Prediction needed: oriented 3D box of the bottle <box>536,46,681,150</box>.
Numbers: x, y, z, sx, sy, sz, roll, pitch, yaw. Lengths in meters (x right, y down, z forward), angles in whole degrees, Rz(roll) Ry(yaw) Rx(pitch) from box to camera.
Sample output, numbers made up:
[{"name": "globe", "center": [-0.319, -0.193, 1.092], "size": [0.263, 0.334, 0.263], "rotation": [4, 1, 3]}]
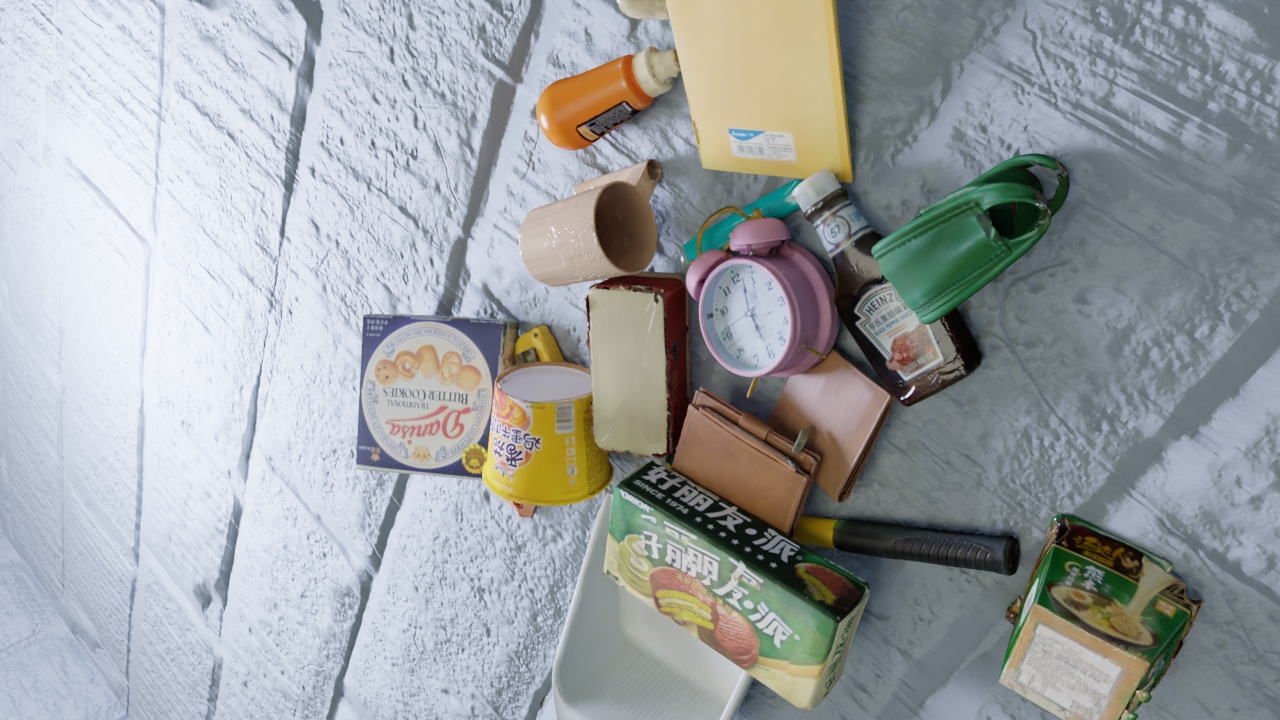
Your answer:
[{"name": "bottle", "center": [-0.024, -0.242, 0.830], "size": [0.150, 0.066, 0.067], "rotation": [-16, 95, 35]}]

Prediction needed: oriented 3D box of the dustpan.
[{"name": "dustpan", "center": [0.004, 0.314, 0.939], "size": [0.223, 0.142, 0.258], "rotation": [26, 133, 30]}]

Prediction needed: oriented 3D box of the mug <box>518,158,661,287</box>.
[{"name": "mug", "center": [-0.043, -0.130, 0.855], "size": [0.104, 0.124, 0.084], "rotation": [-6, 141, 42]}]

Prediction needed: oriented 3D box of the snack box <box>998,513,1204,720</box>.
[{"name": "snack box", "center": [0.324, 0.200, 0.669], "size": [0.117, 0.105, 0.118], "rotation": [27, 120, 31]}]

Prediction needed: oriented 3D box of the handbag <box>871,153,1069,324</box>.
[{"name": "handbag", "center": [0.230, -0.086, 0.627], "size": [0.120, 0.131, 0.068], "rotation": [-35, 86, 39]}]

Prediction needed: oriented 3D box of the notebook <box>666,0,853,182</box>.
[{"name": "notebook", "center": [0.089, -0.235, 0.714], "size": [0.146, 0.010, 0.206], "rotation": [14, 137, 34]}]

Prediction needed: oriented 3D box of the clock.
[{"name": "clock", "center": [0.097, -0.057, 0.784], "size": [0.117, 0.059, 0.158], "rotation": [-35, 74, 46]}]

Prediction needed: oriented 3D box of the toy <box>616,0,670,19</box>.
[{"name": "toy", "center": [0.050, -0.298, 0.740], "size": [0.157, 0.066, 0.105], "rotation": [18, 100, 26]}]

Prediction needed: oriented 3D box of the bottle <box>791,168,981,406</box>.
[{"name": "bottle", "center": [0.186, -0.062, 0.724], "size": [0.080, 0.043, 0.195], "rotation": [-36, 83, 41]}]

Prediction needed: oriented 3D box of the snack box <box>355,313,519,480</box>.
[{"name": "snack box", "center": [-0.232, 0.040, 1.044], "size": [0.178, 0.045, 0.182], "rotation": [3, 91, 18]}]

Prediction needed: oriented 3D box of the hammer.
[{"name": "hammer", "center": [0.180, 0.155, 0.821], "size": [0.301, 0.032, 0.129], "rotation": [0, 107, 40]}]

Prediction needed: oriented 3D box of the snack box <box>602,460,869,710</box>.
[{"name": "snack box", "center": [0.077, 0.197, 0.828], "size": [0.240, 0.063, 0.115], "rotation": [28, 126, 30]}]

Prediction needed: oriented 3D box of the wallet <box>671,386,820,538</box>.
[{"name": "wallet", "center": [0.092, 0.093, 0.824], "size": [0.131, 0.035, 0.119], "rotation": [32, 125, 26]}]

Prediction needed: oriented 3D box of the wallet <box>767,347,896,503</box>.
[{"name": "wallet", "center": [0.161, 0.049, 0.792], "size": [0.101, 0.020, 0.115], "rotation": [45, 128, 38]}]

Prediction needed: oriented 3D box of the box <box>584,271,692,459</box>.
[{"name": "box", "center": [-0.005, 0.005, 0.875], "size": [0.091, 0.080, 0.168], "rotation": [6, 109, 23]}]

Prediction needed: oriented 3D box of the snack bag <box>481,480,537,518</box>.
[{"name": "snack bag", "center": [-0.192, 0.089, 1.094], "size": [0.208, 0.073, 0.129], "rotation": [34, 124, 17]}]

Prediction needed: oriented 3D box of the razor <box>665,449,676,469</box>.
[{"name": "razor", "center": [0.013, 0.139, 0.955], "size": [0.043, 0.028, 0.133], "rotation": [32, 128, -11]}]

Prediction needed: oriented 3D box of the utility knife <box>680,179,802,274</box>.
[{"name": "utility knife", "center": [0.089, -0.117, 0.811], "size": [0.152, 0.012, 0.029], "rotation": [-26, 91, 40]}]

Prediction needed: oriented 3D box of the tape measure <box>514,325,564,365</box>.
[{"name": "tape measure", "center": [-0.114, -0.004, 1.009], "size": [0.057, 0.028, 0.060], "rotation": [-25, 89, 43]}]

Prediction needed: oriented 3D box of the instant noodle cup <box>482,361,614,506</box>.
[{"name": "instant noodle cup", "center": [-0.096, 0.070, 0.947], "size": [0.138, 0.137, 0.110], "rotation": [18, 116, 34]}]
